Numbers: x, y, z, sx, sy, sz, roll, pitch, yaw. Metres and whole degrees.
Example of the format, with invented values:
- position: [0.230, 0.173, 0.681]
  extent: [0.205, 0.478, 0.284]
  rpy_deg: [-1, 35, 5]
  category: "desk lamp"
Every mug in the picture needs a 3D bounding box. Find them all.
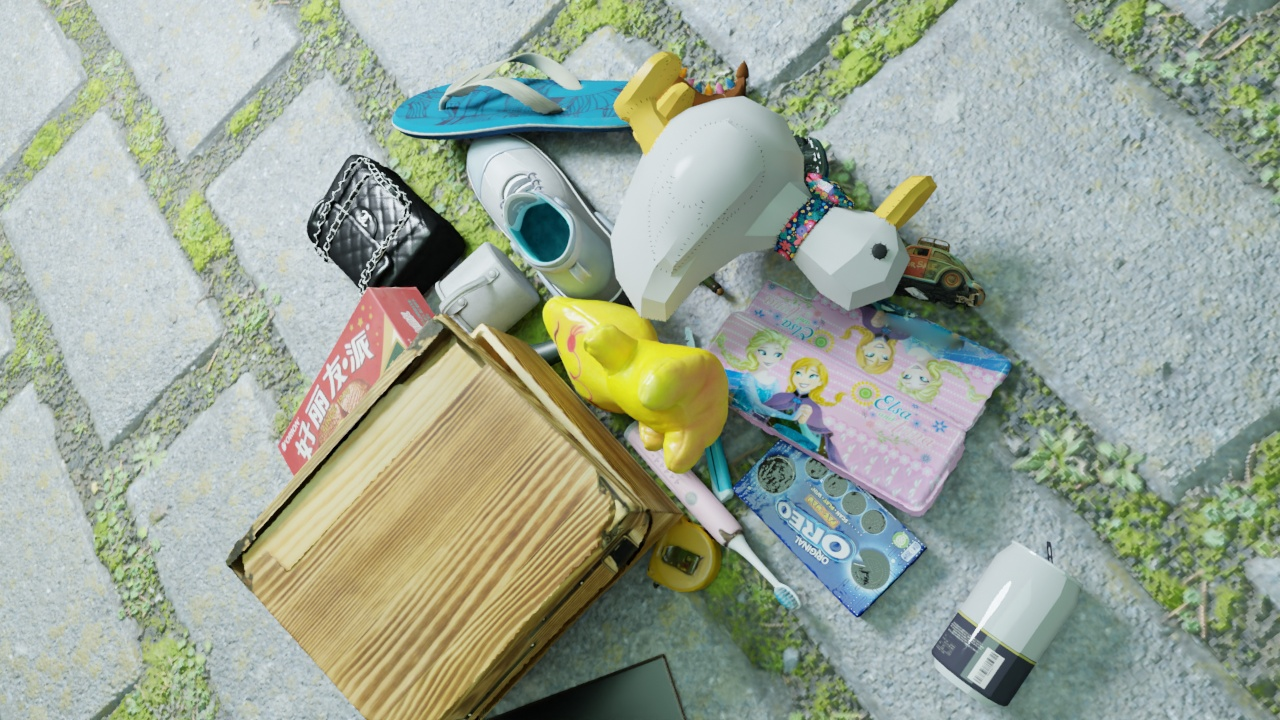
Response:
- position: [-0.153, -0.067, 0.900]
  extent: [0.070, 0.113, 0.084]
  rpy_deg: [-41, 85, 6]
  category: "mug"

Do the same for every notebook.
- position: [-0.049, 0.365, 0.816]
  extent: [0.209, 0.008, 0.141]
  rpy_deg: [-25, 70, 15]
  category: "notebook"

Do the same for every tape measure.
- position: [0.040, 0.176, 0.812]
  extent: [0.059, 0.030, 0.068]
  rpy_deg: [22, 87, 26]
  category: "tape measure"

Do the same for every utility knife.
- position: [0.059, 0.048, 0.843]
  extent: [0.022, 0.015, 0.168]
  rpy_deg: [-33, 63, 46]
  category: "utility knife"

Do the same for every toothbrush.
- position: [0.061, 0.133, 0.804]
  extent: [0.222, 0.026, 0.027]
  rpy_deg: [46, 115, 29]
  category: "toothbrush"

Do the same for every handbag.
- position: [-0.286, -0.134, 0.967]
  extent: [0.153, 0.114, 0.125]
  rpy_deg: [42, 97, 20]
  category: "handbag"

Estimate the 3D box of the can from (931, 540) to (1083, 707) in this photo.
- position: [0.279, 0.194, 0.693]
  extent: [0.064, 0.064, 0.127]
  rpy_deg: [34, 92, 25]
  category: "can"

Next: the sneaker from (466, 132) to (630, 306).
- position: [-0.111, -0.152, 0.876]
  extent: [0.093, 0.160, 0.256]
  rpy_deg: [-44, 68, 7]
  category: "sneaker"

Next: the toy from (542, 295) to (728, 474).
- position: [-0.005, 0.005, 0.789]
  extent: [0.087, 0.134, 0.194]
  rpy_deg: [-40, 34, -15]
  category: "toy"

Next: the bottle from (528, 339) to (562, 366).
- position: [-0.131, 0.009, 0.905]
  extent: [0.174, 0.055, 0.055]
  rpy_deg: [-21, 71, 15]
  category: "bottle"

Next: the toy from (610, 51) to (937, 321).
- position: [0.086, -0.127, 0.760]
  extent: [0.247, 0.141, 0.267]
  rpy_deg: [-42, 79, 7]
  category: "toy"

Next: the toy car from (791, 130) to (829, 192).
- position: [0.115, -0.168, 0.851]
  extent: [0.120, 0.043, 0.056]
  rpy_deg: [-16, 73, 21]
  category: "toy car"

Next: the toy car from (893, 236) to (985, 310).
- position: [0.239, -0.078, 0.781]
  extent: [0.112, 0.047, 0.047]
  rpy_deg: [15, 75, 20]
  category: "toy car"

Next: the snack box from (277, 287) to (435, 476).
- position: [-0.268, 0.048, 0.904]
  extent: [0.113, 0.060, 0.237]
  rpy_deg: [53, 121, 23]
  category: "snack box"

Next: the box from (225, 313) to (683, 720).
- position: [-0.148, 0.149, 0.773]
  extent: [0.279, 0.176, 0.247]
  rpy_deg: [-46, 70, 5]
  category: "box"

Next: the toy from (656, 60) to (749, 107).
- position: [0.057, -0.255, 0.871]
  extent: [0.103, 0.090, 0.070]
  rpy_deg: [-57, 34, 1]
  category: "toy"

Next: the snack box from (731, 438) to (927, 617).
- position: [0.156, 0.134, 0.776]
  extent: [0.082, 0.027, 0.150]
  rpy_deg: [-48, 65, 4]
  category: "snack box"

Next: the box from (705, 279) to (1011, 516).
- position: [0.175, 0.009, 0.780]
  extent: [0.230, 0.035, 0.159]
  rpy_deg: [30, 78, 26]
  category: "box"

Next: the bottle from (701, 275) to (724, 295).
- position: [0.042, -0.096, 0.875]
  extent: [0.025, 0.025, 0.106]
  rpy_deg: [-48, 66, 6]
  category: "bottle"

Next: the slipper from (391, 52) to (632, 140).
- position: [-0.119, -0.276, 0.937]
  extent: [0.295, 0.060, 0.118]
  rpy_deg: [4, 39, 18]
  category: "slipper"
